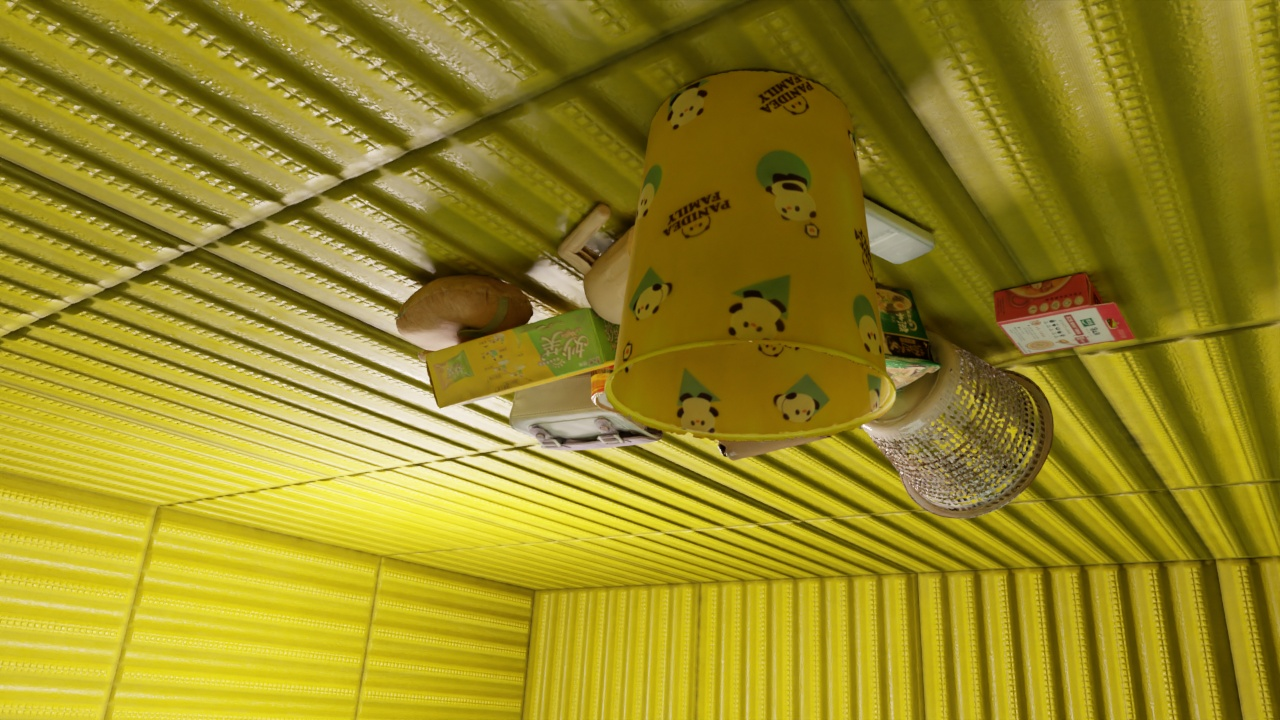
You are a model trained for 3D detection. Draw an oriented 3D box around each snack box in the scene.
[{"bbox_3d":[-0.129,-0.005,1.103,0.210,0.070,0.157,-16,179,13],"label":"snack box"},{"bbox_3d":[0.497,-0.054,1.076,0.127,0.044,0.113,-11,153,35],"label":"snack box"},{"bbox_3d":[0.277,-0.028,1.094,0.117,0.105,0.118,7,159,-15],"label":"snack box"}]

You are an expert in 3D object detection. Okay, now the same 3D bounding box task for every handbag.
[{"bbox_3d":[0.201,0.068,1.308,0.205,0.147,0.100,-19,106,33],"label":"handbag"},{"bbox_3d":[-0.079,0.083,1.388,0.197,0.098,0.145,-8,152,33],"label":"handbag"}]

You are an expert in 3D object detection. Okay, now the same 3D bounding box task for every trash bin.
[{"bbox_3d":[0.389,0.068,1.207,0.192,0.227,0.228,34,145,-31],"label":"trash bin"},{"bbox_3d":[0.092,-0.084,0.780,0.229,0.254,0.230,3,158,1],"label":"trash bin"}]

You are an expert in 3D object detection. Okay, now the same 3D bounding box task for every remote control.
[{"bbox_3d":[0.242,-0.135,0.944,0.135,0.020,0.056,18,153,-31],"label":"remote control"}]

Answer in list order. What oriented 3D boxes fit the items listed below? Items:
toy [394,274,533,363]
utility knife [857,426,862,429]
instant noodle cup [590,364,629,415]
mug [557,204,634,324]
[{"bbox_3d":[-0.241,-0.049,1.154,0.143,0.082,0.227,17,156,-38],"label":"toy"},{"bbox_3d":[0.295,0.074,1.340,0.034,0.018,0.187,-10,-169,-5],"label":"utility knife"},{"bbox_3d":[-0.007,0.007,1.221,0.138,0.108,0.138,3,159,1],"label":"instant noodle cup"},{"bbox_3d":[-0.019,-0.108,0.994,0.124,0.084,0.104,38,147,-11],"label":"mug"}]
